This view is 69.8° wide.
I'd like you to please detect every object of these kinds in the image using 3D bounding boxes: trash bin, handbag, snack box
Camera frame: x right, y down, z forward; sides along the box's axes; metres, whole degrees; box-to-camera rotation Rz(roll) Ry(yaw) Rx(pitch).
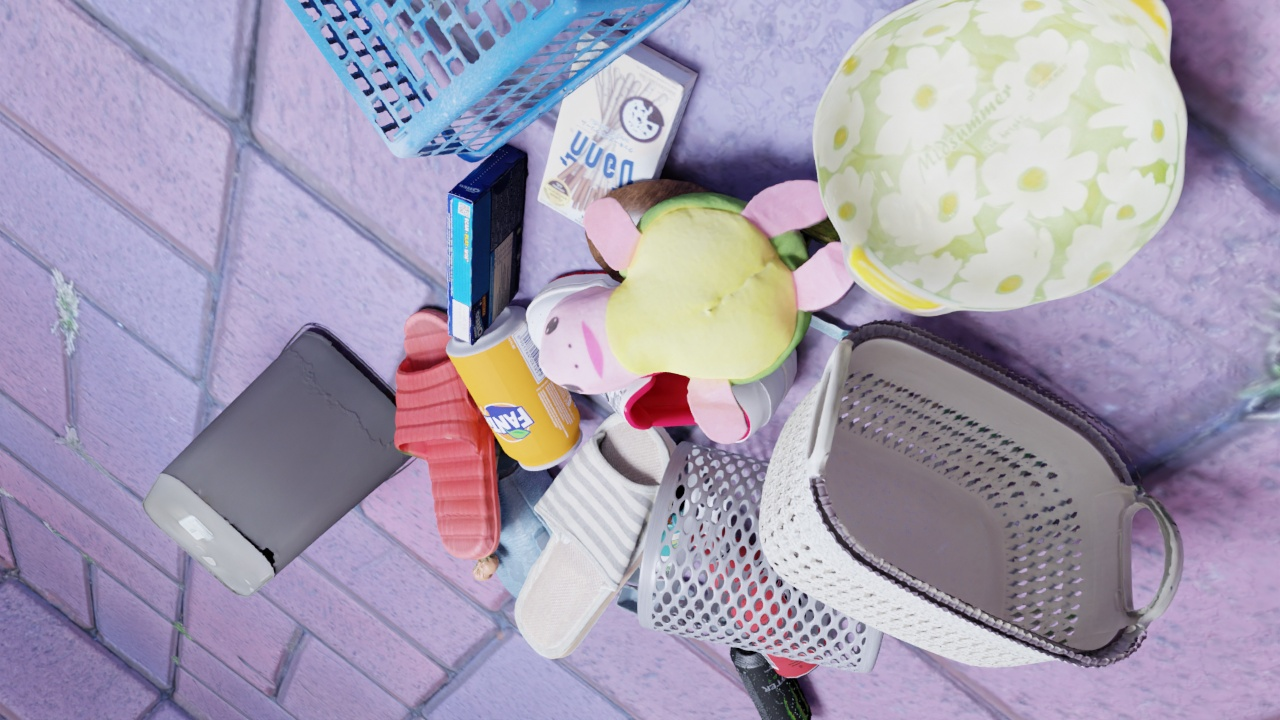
[{"bbox_3d":[0.108,0.160,0.744,0.183,0.156,0.157,11,132,14],"label":"trash bin"},{"bbox_3d":[-0.136,0.173,0.957,0.122,0.118,0.192,-15,109,39],"label":"handbag"},{"bbox_3d":[-0.126,-0.091,0.745,0.027,0.082,0.150,24,136,13],"label":"snack box"},{"bbox_3d":[-0.392,0.118,1.005,0.197,0.219,0.198,46,138,-9],"label":"trash bin"},{"bbox_3d":[-0.021,-0.156,0.657,0.082,0.026,0.150,31,138,7],"label":"snack box"}]

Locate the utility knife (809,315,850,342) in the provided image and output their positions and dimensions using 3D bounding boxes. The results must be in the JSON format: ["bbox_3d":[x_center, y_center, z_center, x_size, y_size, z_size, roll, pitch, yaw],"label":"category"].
[{"bbox_3d":[0.173,-0.003,0.668,0.147,0.015,0.022,27,136,7],"label":"utility knife"}]

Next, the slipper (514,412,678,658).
[{"bbox_3d":[-0.051,0.169,0.860,0.114,0.054,0.273,36,113,27],"label":"slipper"}]

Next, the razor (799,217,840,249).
[{"bbox_3d":[0.108,-0.064,0.657,0.042,0.026,0.106,27,141,8],"label":"razor"}]

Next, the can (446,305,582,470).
[{"bbox_3d":[-0.112,0.025,0.839,0.079,0.078,0.142,-4,124,36],"label":"can"}]

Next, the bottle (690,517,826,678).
[{"bbox_3d":[0.109,0.222,0.876,0.062,0.062,0.176,-21,113,44],"label":"bottle"}]

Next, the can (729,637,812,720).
[{"bbox_3d":[0.139,0.342,0.967,0.054,0.053,0.138,-4,124,36],"label":"can"}]

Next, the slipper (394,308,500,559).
[{"bbox_3d":[-0.191,0.072,0.875,0.104,0.059,0.248,-13,87,36],"label":"slipper"}]

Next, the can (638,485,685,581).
[{"bbox_3d":[0.022,0.167,0.891,0.055,0.054,0.102,20,135,18],"label":"can"}]

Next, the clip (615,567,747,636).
[{"bbox_3d":[0.030,0.241,0.904,0.173,0.164,0.030,20,91,12],"label":"clip"}]

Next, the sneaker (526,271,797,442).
[{"bbox_3d":[-0.004,0.004,0.729,0.237,0.104,0.090,18,134,21],"label":"sneaker"}]

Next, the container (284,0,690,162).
[{"bbox_3d":[-0.163,-0.307,0.555,0.258,0.089,0.362,-22,108,44],"label":"container"}]

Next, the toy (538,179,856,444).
[{"bbox_3d":[0.032,-0.037,0.628,0.239,0.087,0.190,-28,106,25],"label":"toy"}]

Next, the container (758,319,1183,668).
[{"bbox_3d":[0.200,0.097,0.607,0.251,0.184,0.144,26,147,-8],"label":"container"}]

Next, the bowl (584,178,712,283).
[{"bbox_3d":[0.014,-0.082,0.671,0.114,0.026,0.102,-8,135,19],"label":"bowl"}]

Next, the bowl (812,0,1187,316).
[{"bbox_3d":[0.196,-0.122,0.513,0.188,0.060,0.220,32,134,5],"label":"bowl"}]
